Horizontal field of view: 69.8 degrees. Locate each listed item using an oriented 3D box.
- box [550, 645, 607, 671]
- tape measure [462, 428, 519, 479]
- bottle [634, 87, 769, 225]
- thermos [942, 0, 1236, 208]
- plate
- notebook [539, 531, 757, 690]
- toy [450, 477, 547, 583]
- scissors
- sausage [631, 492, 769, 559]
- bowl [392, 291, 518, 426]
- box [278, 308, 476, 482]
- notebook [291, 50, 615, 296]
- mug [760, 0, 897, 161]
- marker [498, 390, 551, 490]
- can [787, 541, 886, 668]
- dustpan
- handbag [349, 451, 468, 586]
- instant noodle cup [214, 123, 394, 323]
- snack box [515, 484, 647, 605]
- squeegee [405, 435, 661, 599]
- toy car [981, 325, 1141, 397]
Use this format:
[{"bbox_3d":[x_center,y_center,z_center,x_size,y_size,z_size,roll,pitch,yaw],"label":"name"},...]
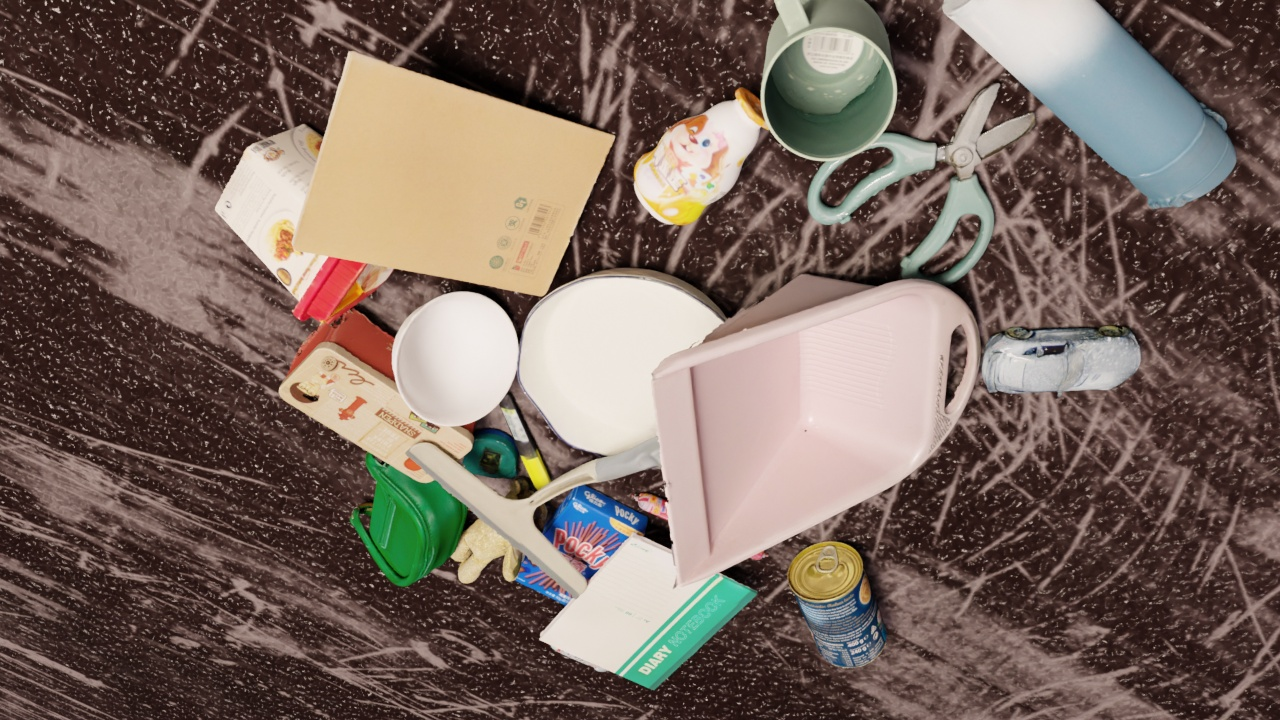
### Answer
[{"bbox_3d":[-0.015,0.283,1.012,0.087,0.048,0.202,36,124,-16],"label":"box"},{"bbox_3d":[-0.149,0.094,0.913,0.058,0.025,0.055,11,128,2],"label":"tape measure"},{"bbox_3d":[0.046,-0.150,0.673,0.063,0.063,0.109,39,123,-18],"label":"bottle"},{"bbox_3d":[0.298,-0.185,0.601,0.220,0.070,0.070,34,125,-15],"label":"thermos"},{"bbox_3d":[-0.005,0.005,0.807,0.205,0.045,0.205,5,128,7],"label":"plate"},{"bbox_3d":[0.004,0.271,0.972,0.150,0.012,0.210,28,125,-13],"label":"notebook"},{"bbox_3d":[-0.153,0.185,0.964,0.158,0.066,0.105,-41,68,36],"label":"toy"},{"bbox_3d":[0.223,-0.119,0.691,0.174,0.019,0.177,-24,118,24],"label":"scissors"},{"bbox_3d":[0.062,0.167,0.930,0.156,0.020,0.020,25,126,-8],"label":"sausage"},{"bbox_3d":[-0.174,-0.006,0.810,0.065,0.118,0.118,17,140,49],"label":"bowl"},{"bbox_3d":[-0.237,0.030,0.858,0.168,0.079,0.092,38,123,-24],"label":"box"},{"bbox_3d":[-0.133,-0.126,0.675,0.207,0.008,0.148,8,120,-36],"label":"notebook"},{"bbox_3d":[0.115,-0.201,0.594,0.082,0.106,0.112,-22,119,25],"label":"mug"},{"bbox_3d":[-0.114,0.079,0.903,0.018,0.015,0.124,-10,120,17],"label":"marker"},{"bbox_3d":[0.201,0.249,0.928,0.075,0.075,0.111,-13,123,19],"label":"can"},{"bbox_3d":[0.146,0.046,0.712,0.139,0.272,0.223,20,137,33],"label":"dustpan"},{"bbox_3d":[-0.243,0.157,0.939,0.120,0.067,0.132,36,131,17],"label":"handbag"},{"bbox_3d":[-0.257,-0.113,0.735,0.124,0.116,0.117,42,123,-5],"label":"instant noodle cup"},{"bbox_3d":[-0.067,0.200,0.974,0.084,0.026,0.158,29,126,-10],"label":"snack box"},{"bbox_3d":[-0.043,0.107,0.841,0.247,0.039,0.246,-26,121,30],"label":"squeegee"},{"bbox_3d":[0.341,0.002,0.746,0.121,0.036,0.054,-3,125,9],"label":"toy car"}]
